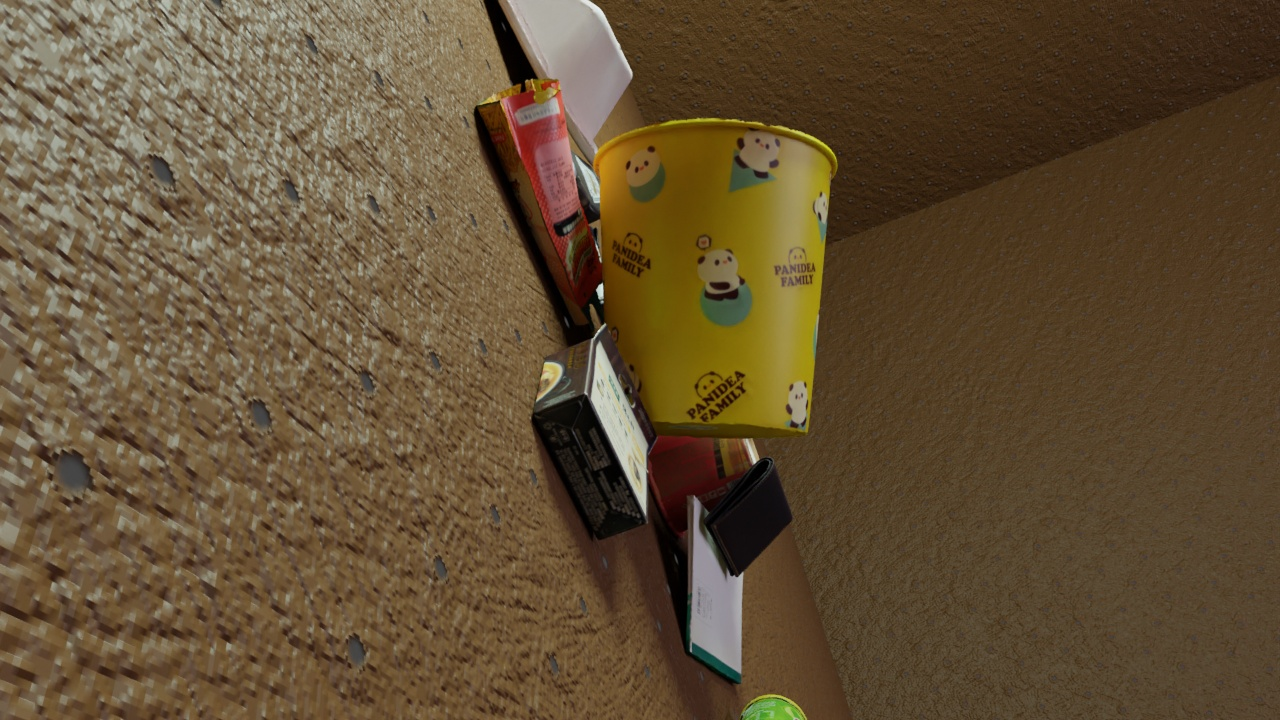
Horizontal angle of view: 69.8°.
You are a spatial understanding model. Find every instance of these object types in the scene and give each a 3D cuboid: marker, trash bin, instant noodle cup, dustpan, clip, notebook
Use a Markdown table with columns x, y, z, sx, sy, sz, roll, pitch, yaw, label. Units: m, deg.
| x | y | z | sx | sy | sz | roll | pitch | yaw | label |
| --- | --- | --- | --- | --- | --- | --- | --- | --- | --- |
| -0.050 | -0.106 | 1.040 | 0.018 | 0.022 | 0.130 | 69 | 5 | -50 | marker |
| 0.066 | -0.060 | 0.856 | 0.229 | 0.230 | 0.255 | 34 | 57 | -75 | trash bin |
| 0.070 | 0.111 | 0.993 | 0.137 | 0.109 | 0.138 | -19 | 89 | -81 | instant noodle cup |
| -0.124 | -0.361 | 1.095 | 0.273 | 0.139 | 0.222 | 36 | 1 | 18 | dustpan |
| -0.051 | -0.057 | 0.926 | 0.014 | 0.046 | 0.057 | -50 | 121 | -81 | clip |
| 0.079 | 0.241 | 0.943 | 0.209 | 0.012 | 0.150 | 55 | 34 | -58 | notebook |

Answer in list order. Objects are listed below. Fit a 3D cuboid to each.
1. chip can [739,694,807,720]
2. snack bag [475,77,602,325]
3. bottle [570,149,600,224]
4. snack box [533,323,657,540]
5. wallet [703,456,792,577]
| x | y | z | sx | sy | sz | roll | pitch | yaw | label |
| --- | --- | --- | --- | --- | --- | --- | --- | --- | --- |
| 0.113 | 0.360 | 0.811 | 0.221 | 0.073 | 0.072 | 24 | 46 | -78 | chip can |
| -0.077 | -0.147 | 0.838 | 0.128 | 0.073 | 0.208 | -76 | 151 | -61 | snack bag |
| -0.079 | -0.194 | 0.982 | 0.194 | 0.044 | 0.080 | -2 | 69 | -80 | bottle |
| -0.030 | 0.051 | 0.691 | 0.125 | 0.053 | 0.113 | -91 | 159 | -67 | snack box |
| 0.114 | 0.164 | 0.943 | 0.020 | 0.096 | 0.122 | 36 | -18 | 38 | wallet |
